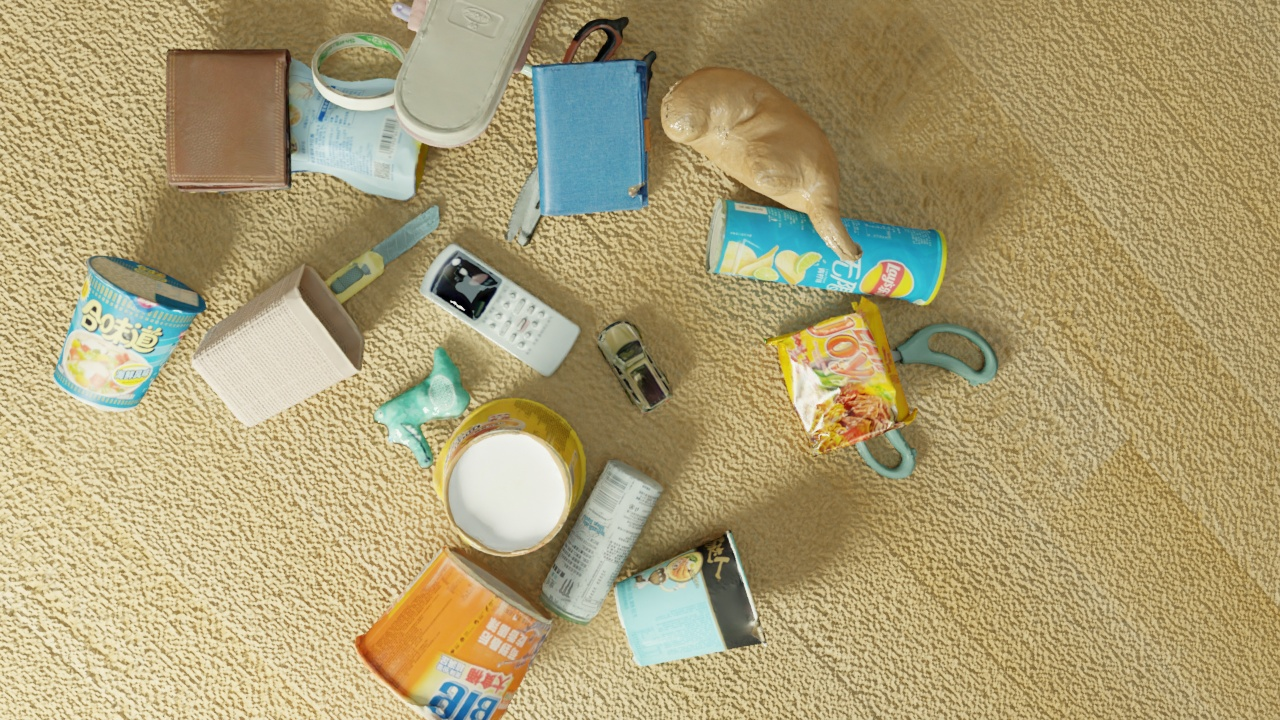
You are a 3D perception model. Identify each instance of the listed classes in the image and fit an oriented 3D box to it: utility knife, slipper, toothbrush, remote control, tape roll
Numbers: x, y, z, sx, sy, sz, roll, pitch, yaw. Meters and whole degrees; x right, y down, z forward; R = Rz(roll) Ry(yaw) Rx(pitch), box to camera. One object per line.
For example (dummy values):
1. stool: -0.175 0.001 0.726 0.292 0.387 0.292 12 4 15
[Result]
1. utility knife: -0.272 -0.073 0.842 0.219 0.022 0.031 -37 105 -7
2. slipper: -0.143 -0.302 0.804 0.114 0.054 0.274 14 71 -6
3. toothbrush: -0.139 -0.283 0.839 0.189 0.021 0.029 25 93 -5
4. remote control: -0.130 -0.047 0.851 0.150 0.021 0.058 33 89 -7
5. tape roll: -0.245 -0.256 0.810 0.085 0.014 0.085 5 59 -9

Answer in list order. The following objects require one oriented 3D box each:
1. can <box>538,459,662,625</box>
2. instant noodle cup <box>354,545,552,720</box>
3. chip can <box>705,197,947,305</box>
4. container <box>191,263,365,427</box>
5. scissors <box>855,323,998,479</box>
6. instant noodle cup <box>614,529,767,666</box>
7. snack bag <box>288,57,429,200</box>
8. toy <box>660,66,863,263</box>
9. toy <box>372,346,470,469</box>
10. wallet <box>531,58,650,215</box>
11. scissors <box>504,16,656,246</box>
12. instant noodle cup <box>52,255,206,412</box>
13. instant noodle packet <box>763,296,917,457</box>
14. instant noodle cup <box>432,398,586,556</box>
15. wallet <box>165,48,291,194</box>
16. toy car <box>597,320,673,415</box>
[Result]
1. can: -0.037 0.167 0.852 0.058 0.058 0.146 28 90 -6
2. instant noodle cup: -0.156 0.241 0.806 0.151 0.151 0.111 36 81 -6
3. chip can: 0.169 -0.100 0.851 0.210 0.071 0.071 7 92 -5
4. container: -0.313 -0.011 0.794 0.111 0.090 0.090 -30 117 0
5. scissors: 0.272 0.022 0.893 0.180 0.019 0.170 -16 93 -3
6. instant noodle cup: 0.043 0.226 0.844 0.120 0.111 0.111 -18 94 2
7. snack bag: -0.286 -0.211 0.820 0.191 0.039 0.110 10 94 -3
8. toy: 0.121 -0.180 0.811 0.226 0.083 0.143 39 46 9
9. toy: -0.198 0.048 0.843 0.092 0.030 0.096 -28 81 0
10. wallet: -0.042 -0.199 0.821 0.106 0.040 0.133 -8 114 -15
11. scissors: -0.056 -0.201 0.845 0.192 0.015 0.207 -17 118 -21
12. instant noodle cup: -0.447 -0.020 0.791 0.099 0.099 0.110 30 97 -6
13. instant noodle packet: 0.187 0.016 0.858 0.111 0.044 0.128 -21 93 19
14. instant noodle cup: -0.115 0.108 0.816 0.138 0.110 0.138 0 94 -5
15. wallet: -0.351 -0.207 0.789 0.101 0.032 0.124 -1 89 -3
16. toy car: -0.005 0.005 0.859 0.042 0.035 0.090 -32 93 -4
